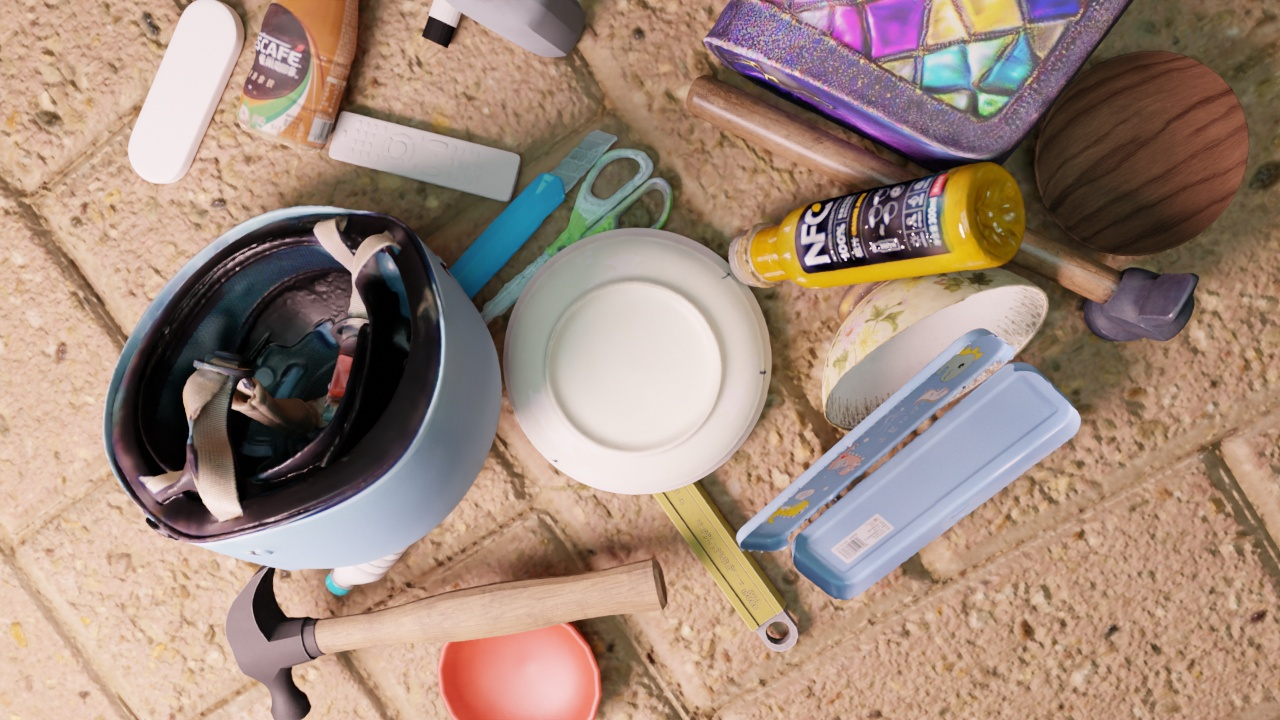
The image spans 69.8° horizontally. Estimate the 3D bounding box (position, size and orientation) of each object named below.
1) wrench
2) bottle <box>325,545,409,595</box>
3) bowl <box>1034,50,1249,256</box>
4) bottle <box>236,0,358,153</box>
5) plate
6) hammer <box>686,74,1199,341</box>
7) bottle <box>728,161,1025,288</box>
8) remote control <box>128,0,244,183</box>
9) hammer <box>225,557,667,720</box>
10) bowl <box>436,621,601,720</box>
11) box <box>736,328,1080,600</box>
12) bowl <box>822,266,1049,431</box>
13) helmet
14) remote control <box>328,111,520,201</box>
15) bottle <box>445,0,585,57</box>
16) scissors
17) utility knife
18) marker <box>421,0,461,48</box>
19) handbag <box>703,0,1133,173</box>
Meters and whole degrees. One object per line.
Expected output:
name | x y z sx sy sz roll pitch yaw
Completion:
wrench | 0.031 0.092 0.645 0.084 0.018 0.273 -35 94 11
bottle | -0.182 0.118 0.666 0.044 0.044 0.136 42 103 -1
bowl | 0.299 -0.125 0.560 0.119 0.032 0.119 1 101 8
bottle | -0.212 -0.222 0.598 0.059 0.059 0.167 23 103 3
plate | -0.004 0.004 0.607 0.182 0.034 0.182 0 97 3
hammer | 0.171 -0.098 0.556 0.322 0.129 0.040 29 96 12
bottle | 0.124 -0.070 0.529 0.053 0.186 0.053 1 88 -34
remote control | -0.319 -0.187 0.643 0.043 0.013 0.137 31 103 1
hammer | -0.135 0.173 0.635 0.306 0.040 0.132 -11 108 8
bowl | -0.086 0.229 0.679 0.122 0.035 0.122 1 101 8
box | 0.165 0.069 0.587 0.126 0.039 0.210 32 115 -28
bowl | 0.168 -0.021 0.567 0.145 0.145 0.063 -30 59 12
helmet | -0.204 0.024 0.577 0.266 0.167 0.225 21 70 30
remote control | -0.147 -0.139 0.627 0.131 0.012 0.033 15 87 5
bottle | -0.081 -0.215 0.529 0.072 0.161 0.046 28 103 2
scissors | -0.053 -0.074 0.628 0.174 0.033 0.065 -37 96 17
utility knife | -0.089 -0.085 0.629 0.198 0.015 0.031 -43 87 17
marker | -0.107 -0.276 0.594 0.019 0.019 0.146 25 103 2
handbag | 0.153 -0.226 0.511 0.222 0.125 0.205 36 104 11
